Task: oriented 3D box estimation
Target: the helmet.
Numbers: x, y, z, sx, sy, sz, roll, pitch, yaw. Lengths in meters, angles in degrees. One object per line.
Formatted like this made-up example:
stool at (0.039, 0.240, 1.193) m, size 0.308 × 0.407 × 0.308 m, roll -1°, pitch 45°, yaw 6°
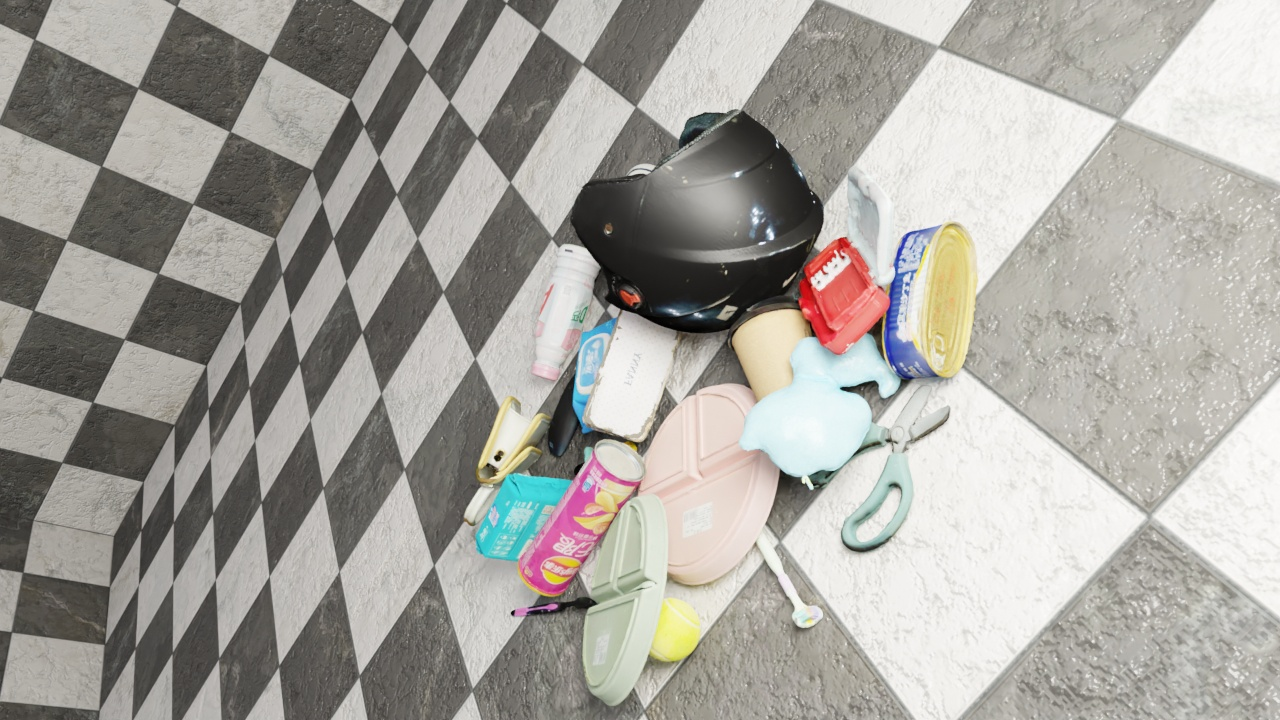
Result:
helmet at (0.069, -0.141, 1.019) m, size 0.230 × 0.232 × 0.276 m, roll 41°, pitch 142°, yaw 13°

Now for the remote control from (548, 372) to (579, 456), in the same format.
remote control at (-0.100, 0.068, 1.284) m, size 0.053 × 0.024 × 0.136 m, roll 21°, pitch 88°, yaw 55°

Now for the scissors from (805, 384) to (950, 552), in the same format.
scissors at (0.217, 0.087, 0.880) m, size 0.172 × 0.019 × 0.177 m, roll 32°, pitch 99°, yaw 54°

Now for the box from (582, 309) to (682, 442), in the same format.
box at (-0.007, 0.007, 1.135) m, size 0.063 × 0.090 × 0.184 m, roll 112°, pitch 179°, yaw -82°

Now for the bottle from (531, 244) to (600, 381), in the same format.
bottle at (-0.114, -0.069, 1.343) m, size 0.068 × 0.068 × 0.197 m, roll 12°, pitch 83°, yaw 53°

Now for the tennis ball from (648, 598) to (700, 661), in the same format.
tennis ball at (0.030, 0.284, 0.967) m, size 0.066 × 0.065 × 0.065 m, roll -28°, pitch 50°, yaw 40°

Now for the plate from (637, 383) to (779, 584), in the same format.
plate at (0.066, 0.132, 1.019) m, size 0.230 × 0.028 × 0.229 m, roll -35°, pitch 45°, yaw 43°

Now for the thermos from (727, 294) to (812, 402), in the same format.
thermos at (0.148, 0.009, 0.956) m, size 0.093 × 0.093 × 0.143 m, roll -37°, pitch 53°, yaw 34°

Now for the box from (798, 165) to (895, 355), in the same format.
box at (0.207, -0.102, 0.895) m, size 0.200 × 0.063 × 0.160 m, roll -81°, pitch 10°, yaw -68°

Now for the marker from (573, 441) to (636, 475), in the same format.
marker at (-0.048, 0.129, 1.194) m, size 0.124 × 0.015 × 0.018 m, roll -28°, pitch 53°, yaw 44°

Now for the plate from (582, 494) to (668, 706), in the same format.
plate at (-0.021, 0.256, 1.004) m, size 0.230 × 0.027 × 0.230 m, roll -165°, pitch 91°, yaw -78°

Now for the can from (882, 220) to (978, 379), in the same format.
can at (0.267, -0.055, 0.847) m, size 0.049 × 0.074 × 0.148 m, roll -8°, pitch 67°, yaw 53°

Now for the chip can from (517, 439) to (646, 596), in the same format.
chip can at (-0.073, 0.194, 1.117) m, size 0.211 × 0.071 × 0.071 m, roll -56°, pitch 36°, yaw 27°

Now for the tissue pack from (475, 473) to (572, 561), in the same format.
tissue pack at (-0.150, 0.205, 1.202) m, size 0.134 × 0.093 × 0.050 m, roll -59°, pitch 37°, yaw 23°

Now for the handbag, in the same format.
handbag at (-0.183, 0.144, 1.251) m, size 0.163 × 0.063 × 0.178 m, roll 91°, pitch -157°, yaw -82°

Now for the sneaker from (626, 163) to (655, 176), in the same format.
sneaker at (0.009, -0.192, 1.235) m, size 0.118 × 0.087 × 0.240 m, roll -43°, pitch 43°, yaw 29°

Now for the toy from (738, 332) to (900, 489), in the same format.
toy at (0.170, 0.044, 0.871) m, size 0.161 × 0.050 × 0.156 m, roll -6°, pitch 59°, yaw 4°

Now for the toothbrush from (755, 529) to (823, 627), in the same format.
toothbrush at (0.130, 0.192, 0.933) m, size 0.189 × 0.029 × 0.020 m, roll -119°, pitch 20°, yaw -49°

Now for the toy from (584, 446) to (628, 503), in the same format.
toy at (-0.050, 0.154, 1.166) m, size 0.092 × 0.030 × 0.096 m, roll -20°, pitch 69°, yaw 44°

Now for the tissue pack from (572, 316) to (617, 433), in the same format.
tissue pack at (-0.045, 0.014, 1.220) m, size 0.095 × 0.052 × 0.157 m, roll -22°, pitch 55°, yaw 44°

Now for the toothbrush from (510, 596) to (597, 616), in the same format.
toothbrush at (-0.114, 0.318, 1.178) m, size 0.190 × 0.017 × 0.014 m, roll -24°, pitch 52°, yaw 47°
